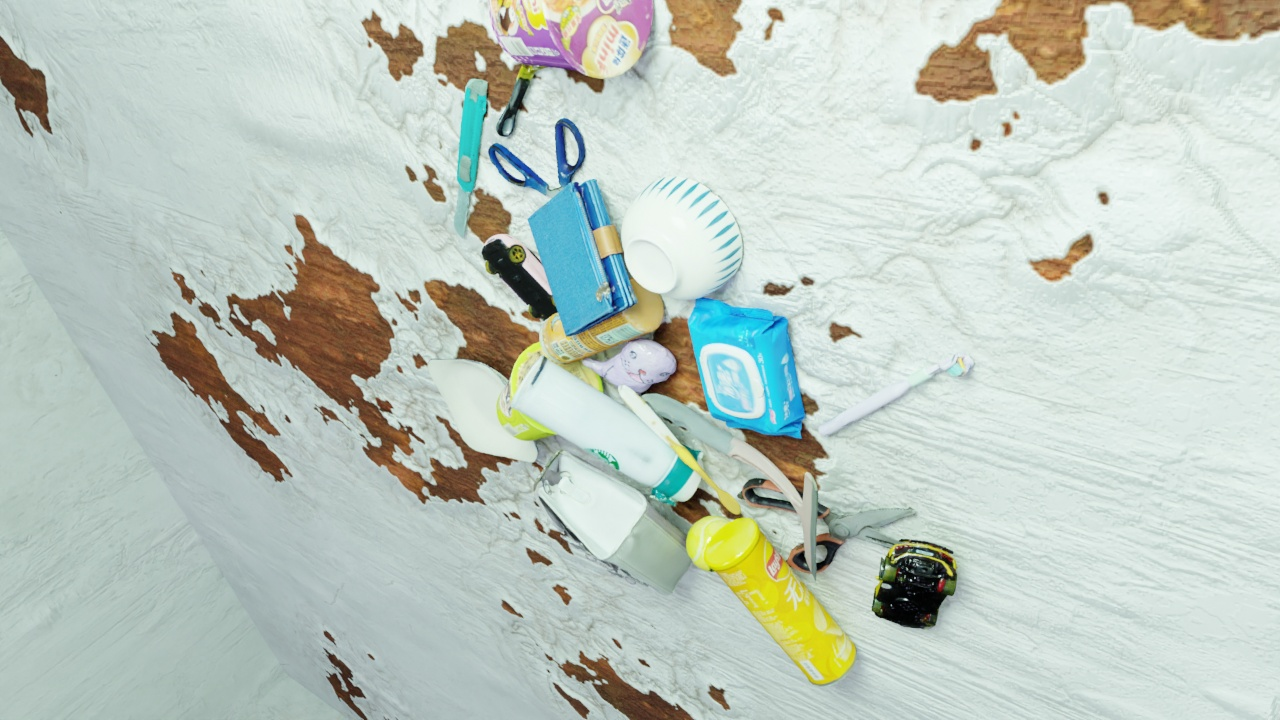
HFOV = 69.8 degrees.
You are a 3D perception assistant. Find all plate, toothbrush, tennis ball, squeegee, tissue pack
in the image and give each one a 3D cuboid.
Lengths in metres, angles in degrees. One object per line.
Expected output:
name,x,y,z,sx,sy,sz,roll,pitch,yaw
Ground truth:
plate,-0.206,0.059,1.242,0.164,0.034,0.164,6,128,41
toothbrush,0.221,0.035,0.824,0.190,0.029,0.021,-40,53,55
toothbrush,0.042,0.097,0.998,0.191,0.016,0.018,47,173,-2
tennis ball,0.086,0.216,1.079,0.065,0.065,0.066,26,139,25
squeegee,0.098,0.099,0.957,0.249,0.040,0.248,38,162,27
tissue pack,0.102,0.013,0.887,0.095,0.052,0.157,11,131,38

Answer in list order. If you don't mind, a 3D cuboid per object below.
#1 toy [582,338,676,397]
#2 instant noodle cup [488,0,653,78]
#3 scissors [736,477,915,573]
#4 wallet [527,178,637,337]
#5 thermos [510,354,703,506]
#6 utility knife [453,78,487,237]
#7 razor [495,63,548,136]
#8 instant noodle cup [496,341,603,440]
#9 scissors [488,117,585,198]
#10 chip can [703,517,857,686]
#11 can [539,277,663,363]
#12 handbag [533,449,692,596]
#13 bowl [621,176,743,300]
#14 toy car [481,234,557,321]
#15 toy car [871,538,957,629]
toy,-0.006,0.006,0.992,0.084,0.038,0.108,34,147,-18
instant noodle cup,-0.061,-0.283,0.737,0.099,0.111,0.112,17,135,47
scissors,0.199,0.177,0.979,0.189,0.015,0.228,40,142,9
wallet,-0.060,-0.100,0.905,0.107,0.040,0.133,-25,82,49
thermos,-0.032,0.083,1.013,0.224,0.073,0.073,33,145,-13
utility knife,-0.186,-0.212,0.990,0.029,0.013,0.224,37,142,13
razor,-0.112,-0.260,0.870,0.042,0.022,0.143,7,154,-22
instant noodle cup,-0.118,0.045,1.095,0.111,0.111,0.124,49,152,-4
scissors,-0.084,-0.176,0.927,0.173,0.012,0.163,39,143,5
chip can,0.160,0.275,1.038,0.072,0.071,0.213,-17,118,50
can,-0.043,-0.040,0.966,0.146,0.058,0.058,-20,109,46
handbag,-0.030,0.199,1.101,0.145,0.098,0.197,34,170,34
bowl,0.028,-0.103,0.841,0.116,0.066,0.117,26,139,25
toy car,-0.125,-0.093,1.025,0.056,0.037,0.122,-16,125,47
toy car,0.271,0.227,0.921,0.071,0.041,0.156,11,145,14
